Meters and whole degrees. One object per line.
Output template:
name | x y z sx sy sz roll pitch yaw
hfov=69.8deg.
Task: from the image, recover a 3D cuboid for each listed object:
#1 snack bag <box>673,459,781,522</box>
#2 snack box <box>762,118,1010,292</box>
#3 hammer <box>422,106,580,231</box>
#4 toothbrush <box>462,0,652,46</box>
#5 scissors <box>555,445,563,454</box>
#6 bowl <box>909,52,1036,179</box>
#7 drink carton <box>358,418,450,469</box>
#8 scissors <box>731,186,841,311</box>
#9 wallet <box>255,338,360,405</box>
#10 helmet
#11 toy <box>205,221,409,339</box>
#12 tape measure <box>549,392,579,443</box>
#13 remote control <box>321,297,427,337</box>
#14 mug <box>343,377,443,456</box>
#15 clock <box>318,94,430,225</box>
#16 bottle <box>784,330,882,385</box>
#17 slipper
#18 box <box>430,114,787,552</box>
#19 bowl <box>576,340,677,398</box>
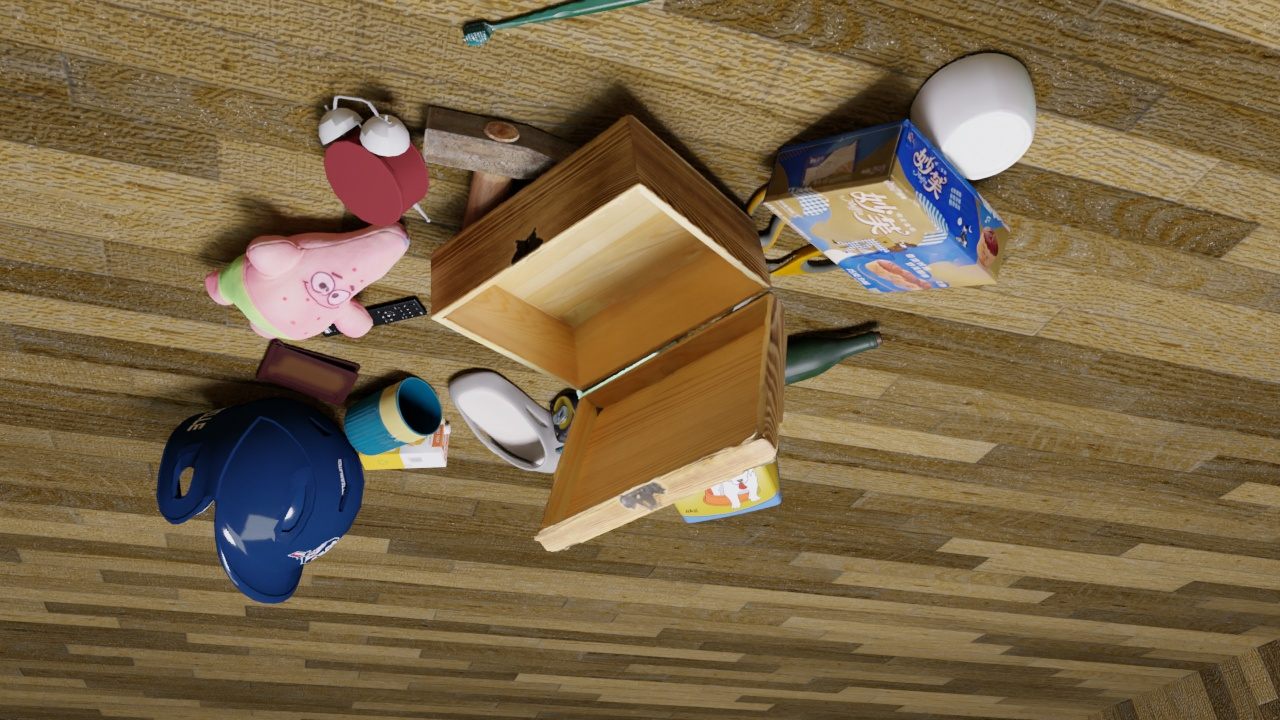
snack bag | 0.104 0.133 1.337 0.159 0.102 0.205 -15 131 16
snack box | 0.250 -0.146 0.928 0.202 0.069 0.155 30 161 -36
hammer | -0.167 -0.134 1.000 0.158 0.037 0.302 8 143 -14
toothbrush | -0.064 -0.300 0.794 0.190 0.017 0.016 -9 143 9
scissors | -0.067 0.129 1.311 0.154 0.019 0.124 -36 148 10
bowl | 0.322 -0.226 0.877 0.116 0.065 0.116 -2 144 -1
drink carton | -0.335 0.120 1.317 0.122 0.058 0.040 -2 144 0
scissors | 0.144 -0.121 1.052 0.226 0.016 0.216 -18 141 20
wallet | -0.437 0.017 1.208 0.115 0.018 0.092 20 139 -24
helmet | -0.483 0.185 1.227 0.223 0.272 0.232 -3 176 7
toy | -0.355 -0.089 1.008 0.237 0.096 0.192 -22 148 13
tape measure | -0.100 0.076 1.268 0.034 0.061 0.062 11 141 -40
remote control | -0.331 -0.053 1.123 0.140 0.009 0.030 -12 143 12
mug | -0.327 0.081 1.253 0.107 0.083 0.113 -23 159 26
clock | -0.256 -0.190 0.881 0.096 0.048 0.138 15 136 24
bottle | 0.224 -0.006 1.183 0.174 0.055 0.055 -16 142 16
slipper | -0.172 0.111 1.297 0.113 0.080 0.266 -21 140 18
box | -0.010 0.006 0.922 0.280 0.323 0.283 -30 144 28
bowl | -0.007 0.007 1.166 0.151 0.076 0.151 -2 144 -1
